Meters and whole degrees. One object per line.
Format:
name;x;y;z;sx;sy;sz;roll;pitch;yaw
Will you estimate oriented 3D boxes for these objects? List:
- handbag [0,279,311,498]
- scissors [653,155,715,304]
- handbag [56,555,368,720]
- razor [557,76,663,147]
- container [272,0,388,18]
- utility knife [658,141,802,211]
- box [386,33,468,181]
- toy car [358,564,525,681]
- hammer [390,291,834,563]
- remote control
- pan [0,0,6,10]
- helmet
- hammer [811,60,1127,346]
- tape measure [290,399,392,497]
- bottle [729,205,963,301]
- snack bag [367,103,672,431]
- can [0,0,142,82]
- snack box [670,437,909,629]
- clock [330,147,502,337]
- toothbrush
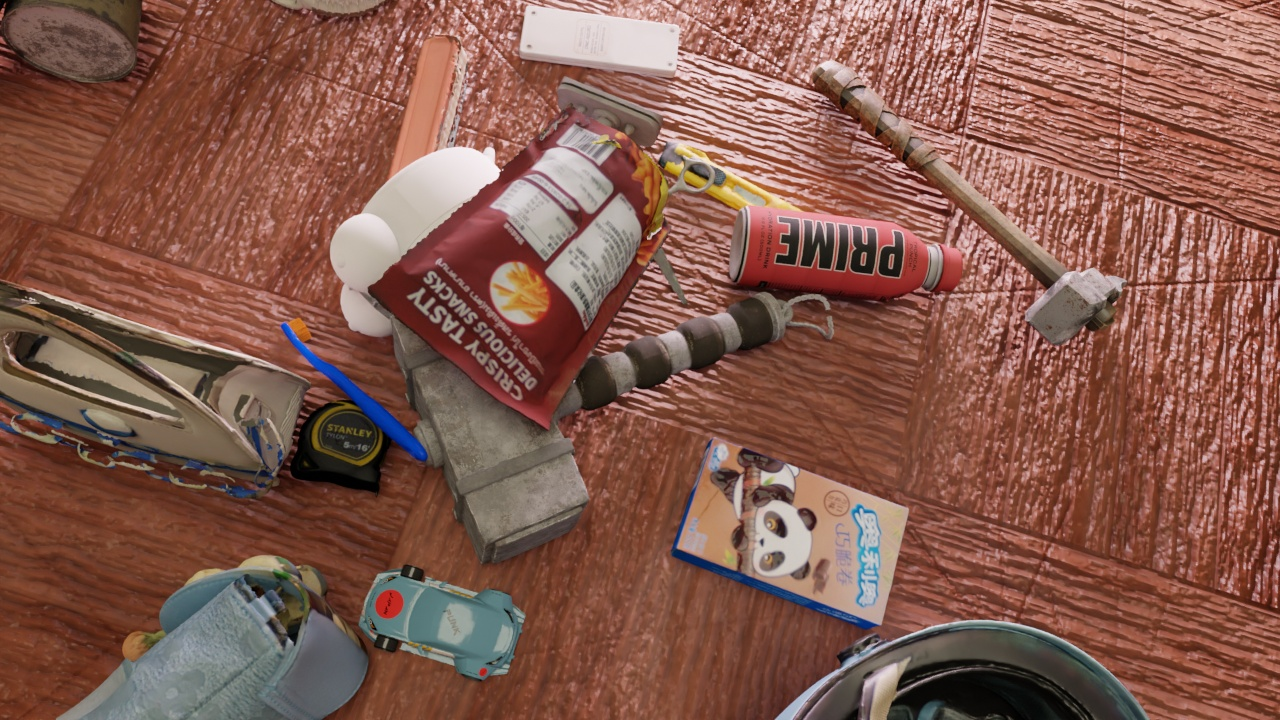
handbag;-0.313;0.018;0.559;0.201;0.200;0.092;14;72;2
scissors;-0.008;-0.121;0.720;0.141;0.014;0.175;-43;95;-9
handbag;-0.265;0.199;0.545;0.191;0.122;0.118;-39;61;-16
razor;-0.044;-0.161;0.742;0.088;0.047;0.116;22;76;2
container;-0.237;-0.422;0.762;0.184;0.143;0.245;39;70;-6
utility knife;0.083;-0.139;0.759;0.151;0.017;0.030;30;78;2
box;-0.172;-0.177;0.728;0.059;0.056;0.186;20;66;-33
toy car;-0.133;0.172;0.610;0.108;0.028;0.060;17;69;0
hammer;-0.004;0.004;0.668;0.325;0.080;0.177;-21;73;-19
remote control;-0.035;-0.277;0.799;0.136;0.011;0.050;6;69;-4
pan;-0.518;-0.260;0.686;0.204;0.044;0.355;13;87;44
helmet;0.167;0.271;0.530;0.265;0.167;0.225;-29;77;-14
hammer;0.259;-0.140;0.751;0.121;0.049;0.318;-19;62;-48
tape measure;-0.207;0.059;0.642;0.061;0.034;0.061;15;72;-11
bottle;0.162;-0.081;0.719;0.176;0.062;0.062;6;69;-4
snack bag;-0.059;-0.068;0.603;0.139;0.067;0.207;46;54;-18
can;-0.437;-0.274;0.712;0.090;0.090;0.074;-2;70;-7
snack box;0.106;0.122;0.651;0.151;0.034;0.087;20;69;2
clock;-0.148;-0.092;0.655;0.160;0.126;0.073;-37;76;-25
toothbrush;-0.199;0.017;0.635;0.018;0.016;0.182;-38;55;-26
